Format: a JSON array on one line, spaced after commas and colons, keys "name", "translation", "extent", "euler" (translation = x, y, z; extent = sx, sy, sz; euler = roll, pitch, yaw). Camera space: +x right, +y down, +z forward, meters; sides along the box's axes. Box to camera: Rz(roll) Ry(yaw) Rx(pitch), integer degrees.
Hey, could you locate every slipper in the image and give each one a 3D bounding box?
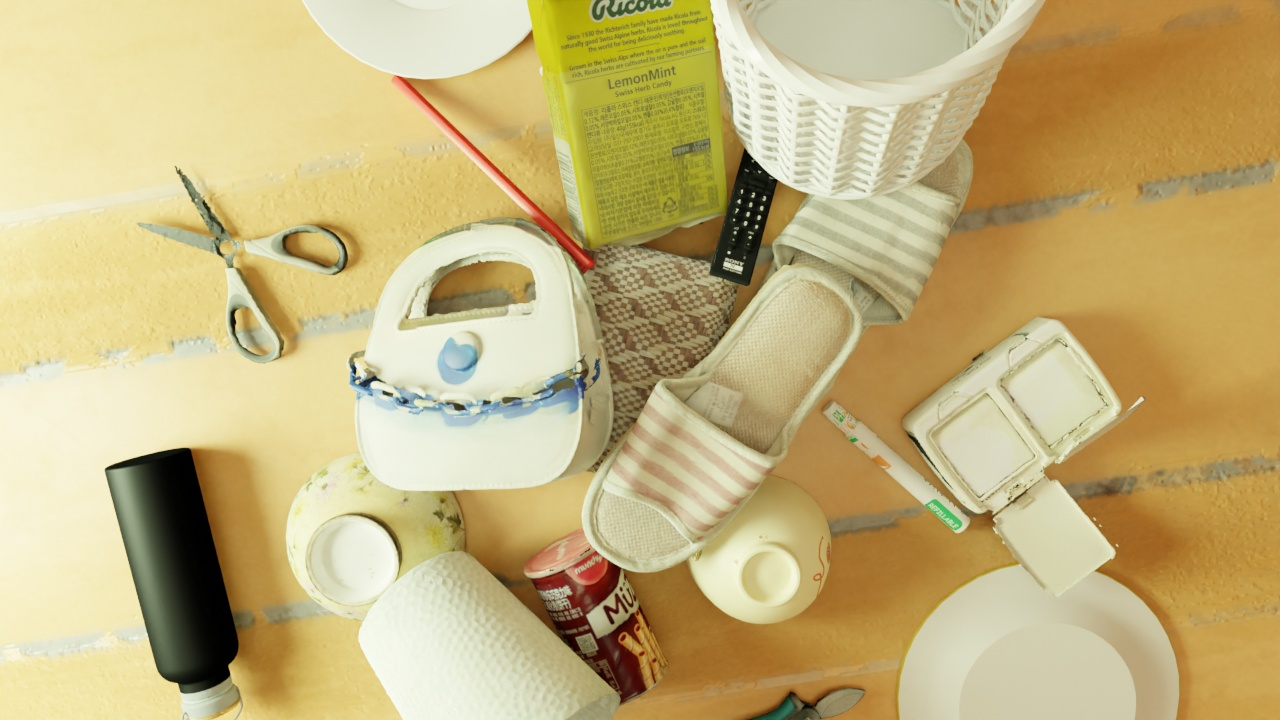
[{"name": "slipper", "translation": [0.150, -0.062, 0.693], "extent": [0.114, 0.054, 0.273], "euler": [35, 96, 1]}, {"name": "slipper", "translation": [0.058, 0.044, 0.656], "extent": [0.115, 0.052, 0.263], "euler": [39, 94, -10]}]

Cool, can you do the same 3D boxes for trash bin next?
[{"name": "trash bin", "translation": [-0.117, 0.233, 0.672], "extent": [0.161, 0.133, 0.133], "euler": [42, 96, 25]}]

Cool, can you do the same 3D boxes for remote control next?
[{"name": "remote control", "translation": [0.083, -0.122, 0.679], "extent": [0.030, 0.009, 0.140], "euler": [17, 72, -1]}]

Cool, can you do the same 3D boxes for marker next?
[{"name": "marker", "translation": [0.201, 0.084, 0.725], "extent": [0.145, 0.017, 0.017], "euler": [41, 96, -4]}]

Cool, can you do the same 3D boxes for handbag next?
[{"name": "handbag", "translation": [-0.118, -0.004, 0.666], "extent": [0.201, 0.093, 0.199], "euler": [-7, 87, 18]}, {"name": "handbag", "translation": [-0.004, 0.004, 0.705], "extent": [0.124, 0.047, 0.186], "euler": [16, 97, 7]}]

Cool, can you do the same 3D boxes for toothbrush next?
[{"name": "toothbrush", "translation": [-0.115, -0.139, 0.689], "extent": [0.212, 0.012, 0.018], "euler": [44, 109, 6]}]

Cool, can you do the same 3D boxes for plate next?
[{"name": "plate", "translation": [0.325, 0.276, 0.743], "extent": [0.230, 0.021, 0.230], "euler": [0, 97, 1]}, {"name": "plate", "translation": [-0.159, -0.316, 0.683], "extent": [0.208, 0.015, 0.208], "euler": [0, 97, 1]}]

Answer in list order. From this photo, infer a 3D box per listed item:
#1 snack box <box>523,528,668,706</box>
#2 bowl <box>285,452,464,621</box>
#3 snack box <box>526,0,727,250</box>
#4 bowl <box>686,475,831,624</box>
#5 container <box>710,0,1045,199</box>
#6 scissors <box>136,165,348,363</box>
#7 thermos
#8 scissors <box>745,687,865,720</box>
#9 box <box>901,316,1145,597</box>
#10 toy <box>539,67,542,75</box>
[{"name": "snack box", "translation": [-0.033, 0.199, 0.716], "extent": [0.072, 0.072, 0.121], "euler": [-25, 96, 4]}, {"name": "bowl", "translation": [-0.215, 0.146, 0.716], "extent": [0.145, 0.063, 0.145], "euler": [0, 96, 1]}, {"name": "snack box", "translation": [-0.004, -0.175, 0.648], "extent": [0.121, 0.045, 0.181], "euler": [-18, 119, -17]}, {"name": "bowl", "translation": [0.095, 0.154, 0.706], "extent": [0.118, 0.074, 0.118], "euler": [0, 97, 1]}, {"name": "container", "translation": [0.140, -0.218, 0.583], "extent": [0.189, 0.187, 0.189], "euler": [-1, 83, 8]}, {"name": "scissors", "translation": [-0.307, -0.077, 0.716], "extent": [0.157, 0.012, 0.171], "euler": [-10, 97, 0]}, {"name": "thermos", "translation": [-0.361, 0.188, 0.725], "extent": [0.061, 0.061, 0.231], "euler": [-11, 97, 2]}, {"name": "scissors", "translation": [0.116, 0.309, 0.754], "extent": [0.136, 0.019, 0.139], "euler": [15, 96, -3]}, {"name": "box", "translation": [0.313, 0.078, 0.680], "extent": [0.143, 0.099, 0.184], "euler": [-39, 94, 5]}, {"name": "toy", "translation": [-0.042, -0.235, 0.667], "extent": [0.076, 0.062, 0.100], "euler": [-14, 104, 21]}]
